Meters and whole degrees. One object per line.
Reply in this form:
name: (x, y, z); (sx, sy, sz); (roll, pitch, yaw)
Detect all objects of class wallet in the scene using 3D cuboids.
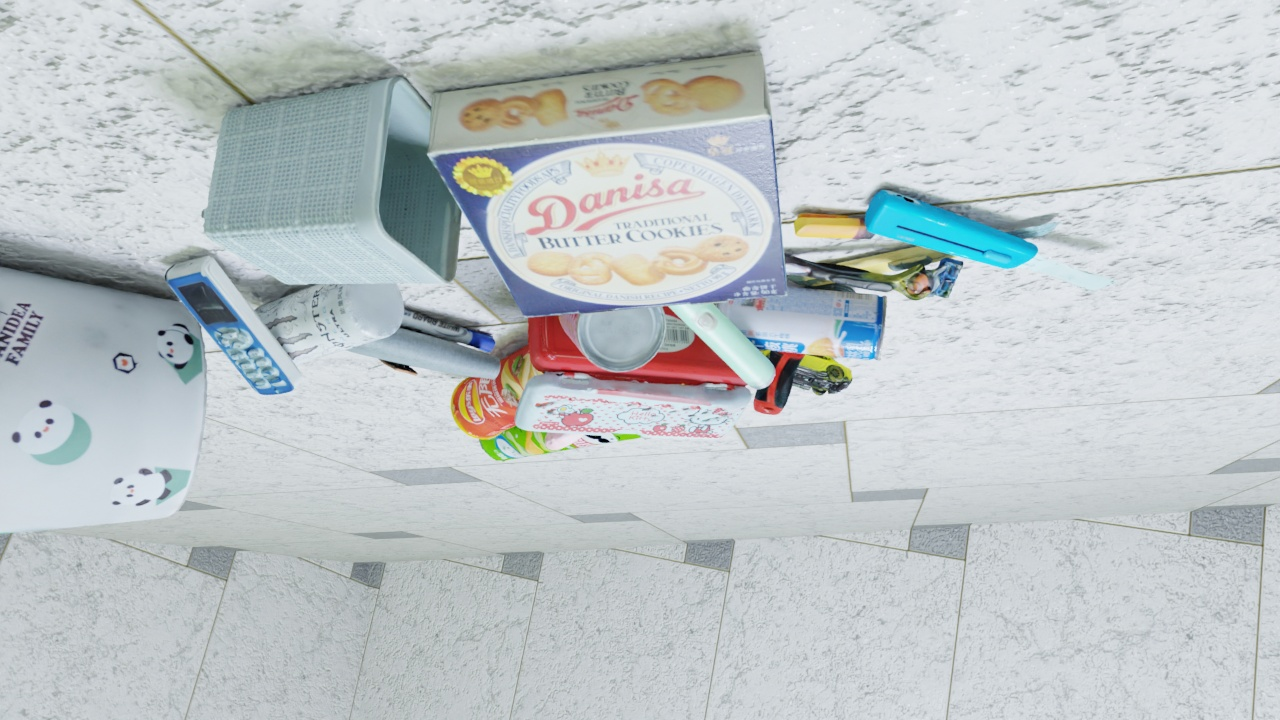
wallet: (-0.210, -0.006, 0.841); (0.129, 0.037, 0.107); (16, 172, -36)

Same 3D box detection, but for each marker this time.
marker: (-0.190, -0.032, 0.828); (0.017, 0.017, 0.145); (-14, 158, 37)
marker: (0.167, -0.094, 0.648); (0.123, 0.015, 0.018); (0, 157, -12)

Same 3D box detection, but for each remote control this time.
remote control: (-0.317, -0.025, 0.723); (0.049, 0.024, 0.125); (-6, 127, 30)

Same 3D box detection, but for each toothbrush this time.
toothbrush: (0.035, -0.045, 0.684); (0.026, 0.027, 0.224); (-45, 128, 5)

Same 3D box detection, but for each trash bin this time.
trash bin: (-0.488, 0.031, 0.694); (0.251, 0.229, 0.230); (7, 162, -41)

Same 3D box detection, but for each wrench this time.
wrench: (0.144, -0.003, 0.878); (0.056, 0.016, 0.274); (12, 154, -1)

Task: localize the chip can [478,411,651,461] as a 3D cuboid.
chip can: (-0.085, 0.072, 1.077); (0.237, 0.072, 0.072); (-13, 159, 36)

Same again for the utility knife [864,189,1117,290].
utility knife: (0.257, -0.079, 0.657); (0.234, 0.018, 0.034); (11, 144, -24)

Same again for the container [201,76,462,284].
container: (-0.169, -0.093, 0.512); (0.111, 0.090, 0.090); (-3, 163, 15)

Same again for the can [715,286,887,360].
can: (0.129, -0.033, 0.746); (0.135, 0.053, 0.053); (6, 165, 11)

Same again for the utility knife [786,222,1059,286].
utility knife: (0.210, -0.081, 0.698); (0.202, 0.021, 0.031); (-15, 159, 26)

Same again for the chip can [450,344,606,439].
chip can: (-0.116, 0.025, 0.922); (0.073, 0.073, 0.217); (10, 160, -33)

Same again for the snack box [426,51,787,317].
snack box: (-0.009, -0.092, 0.544); (0.178, 0.045, 0.182); (-4, 153, 11)

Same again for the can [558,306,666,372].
can: (-0.025, -0.034, 0.686); (0.066, 0.066, 0.094); (4, -166, -17)

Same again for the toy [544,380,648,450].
toy: (-0.026, 0.037, 0.909); (0.159, 0.054, 0.121); (-33, 180, 3)

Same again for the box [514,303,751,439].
box: (-0.005, 0.009, 0.797); (0.201, 0.110, 0.100); (4, 154, -18)

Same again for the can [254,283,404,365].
can: (-0.262, -0.032, 0.750); (0.147, 0.058, 0.058); (-13, 159, 34)

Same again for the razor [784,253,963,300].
razor: (0.167, -0.065, 0.695); (0.143, 0.022, 0.043); (8, 146, 5)

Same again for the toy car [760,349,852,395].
toy car: (0.166, 0.007, 0.944); (0.105, 0.032, 0.048); (14, 155, -8)
